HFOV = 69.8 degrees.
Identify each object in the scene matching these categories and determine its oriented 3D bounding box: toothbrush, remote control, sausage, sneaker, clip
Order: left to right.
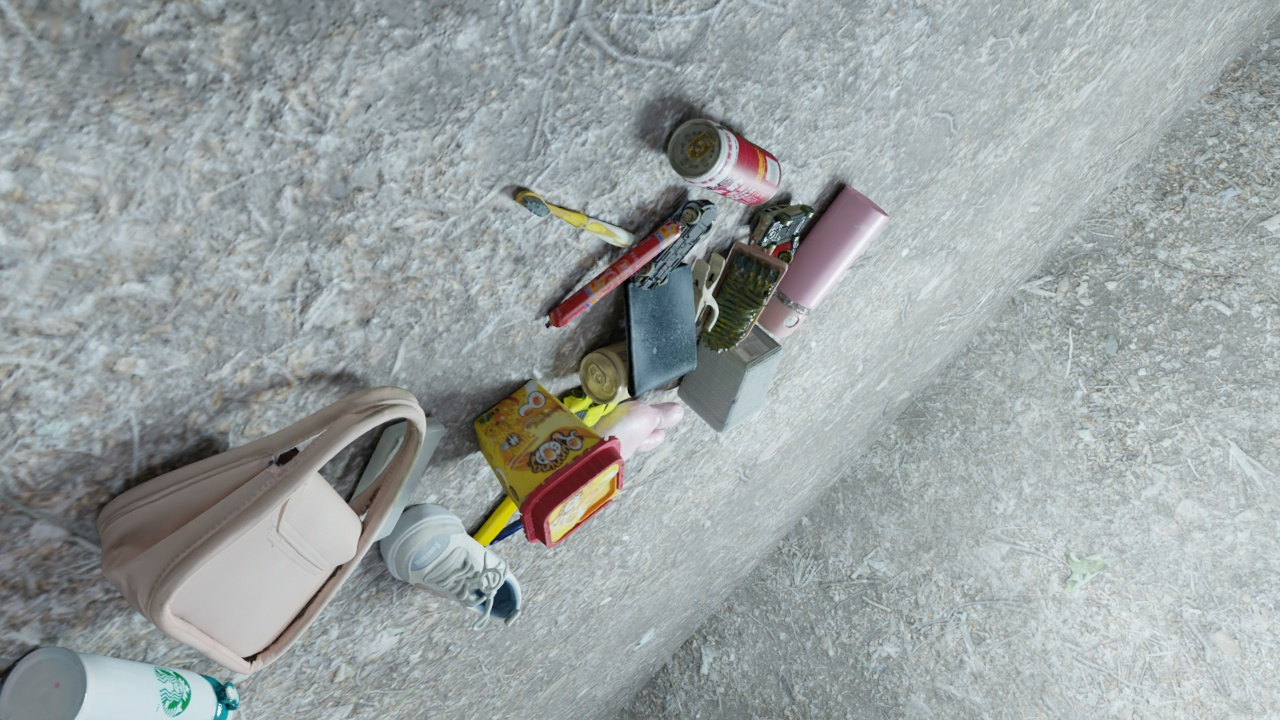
[{"bbox_3d":[-0.225,0.110,0.815,0.058,0.021,0.150,-11,141,-52],"label":"remote control"},{"bbox_3d":[-0.193,0.232,0.982,0.089,0.091,0.242,-42,150,-7],"label":"sneaker"},{"bbox_3d":[-0.044,-0.110,0.744,0.016,0.018,0.191,-49,158,15],"label":"toothbrush"},{"bbox_3d":[-0.023,-0.077,0.820,0.156,0.020,0.020,-38,159,1],"label":"sausage"},{"bbox_3d":[0.072,-0.072,1.004,0.083,0.035,0.105,-9,131,-51],"label":"clip"}]

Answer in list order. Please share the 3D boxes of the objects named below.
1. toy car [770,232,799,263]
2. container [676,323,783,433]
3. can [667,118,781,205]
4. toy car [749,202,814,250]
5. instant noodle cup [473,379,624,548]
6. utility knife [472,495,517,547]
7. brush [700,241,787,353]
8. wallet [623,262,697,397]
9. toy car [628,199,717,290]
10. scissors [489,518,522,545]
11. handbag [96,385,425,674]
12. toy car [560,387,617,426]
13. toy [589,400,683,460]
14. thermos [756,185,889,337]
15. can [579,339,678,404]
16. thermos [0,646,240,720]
[{"bbox_3d":[0.153,-0.106,1.075,0.107,0.031,0.049,-65,176,36],"label":"toy car"},{"bbox_3d":[0.115,0.013,1.160,0.090,0.090,0.115,-29,150,-36],"label":"container"},{"bbox_3d":[0.075,-0.171,0.797,0.053,0.053,0.132,-52,157,19],"label":"can"},{"bbox_3d":[0.155,-0.151,1.002,0.090,0.035,0.042,-21,150,-46],"label":"toy car"},{"bbox_3d":[-0.092,0.096,0.887,0.116,0.123,0.116,-36,158,-21],"label":"instant noodle cup"},{"bbox_3d":[-0.152,0.168,1.060,0.154,0.015,0.033,-50,158,13],"label":"utility knife"},{"bbox_3d":[0.112,-0.070,1.045,0.146,0.063,0.072,113,0,-46],"label":"brush"},{"bbox_3d":[0.020,-0.032,0.925,0.097,0.019,0.121,-22,116,-45],"label":"wallet"},{"bbox_3d":[0.029,-0.110,0.855,0.106,0.031,0.049,-47,161,8],"label":"toy car"},{"bbox_3d":[-0.113,0.178,1.103,0.162,0.012,0.175,-30,171,-3],"label":"scissors"},{"bbox_3d":[-0.253,0.110,0.683,0.233,0.093,0.194,-40,158,-18],"label":"handbag"},{"bbox_3d":[-0.052,0.049,1.002,0.105,0.032,0.048,-22,149,-48],"label":"toy car"},{"bbox_3d":[-0.019,0.091,1.101,0.159,0.054,0.122,-10,147,-47],"label":"toy"},{"bbox_3d":[0.209,-0.121,1.127,0.087,0.067,0.199,23,117,-33],"label":"thermos"},{"bbox_3d":[-0.006,0.006,0.967,0.116,0.058,0.059,-20,148,-47],"label":"can"},{"bbox_3d":[-0.403,0.276,0.738,0.073,0.073,0.224,-40,158,-11],"label":"thermos"}]
